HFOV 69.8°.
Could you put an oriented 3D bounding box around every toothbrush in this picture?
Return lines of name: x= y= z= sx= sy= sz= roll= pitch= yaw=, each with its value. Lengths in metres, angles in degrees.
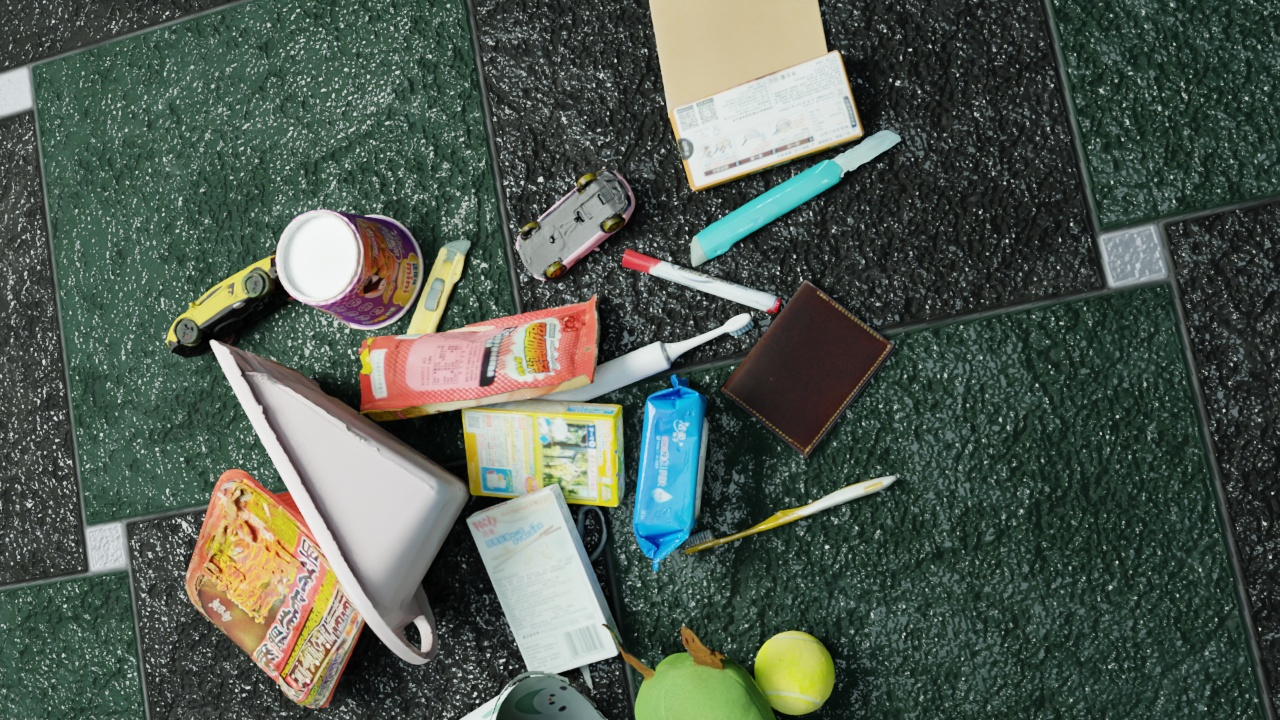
toothbrush: x=-0.005 y=0.005 z=0.812 sx=0.221 sy=0.026 sz=0.026 roll=-22 pitch=55 yaw=10
toothbrush: x=0.125 y=0.129 z=0.784 sx=0.191 sy=0.016 sz=0.018 roll=-22 pitch=74 yaw=11

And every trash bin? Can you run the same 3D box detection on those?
trash bin: x=-0.145 y=0.410 z=0.732 sx=0.252 sy=0.229 sz=0.229 roll=-32 pitch=81 yaw=14

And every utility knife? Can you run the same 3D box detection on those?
utility knife: x=-0.199 y=-0.039 z=0.866 sx=0.031 sy=0.018 sz=0.165 roll=22 pitch=97 yaw=18
utility knife: x=0.130 y=-0.142 z=0.795 sx=0.206 sy=0.013 sz=0.029 roll=-29 pitch=80 yaw=12

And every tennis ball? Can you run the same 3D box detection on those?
tennis ball: x=0.126 y=0.255 z=0.751 sx=0.065 sy=0.065 sz=0.065 roll=-1 pitch=87 yaw=12

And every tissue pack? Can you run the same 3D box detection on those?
tissue pack: x=0.028 y=0.091 z=0.767 sx=0.052 sy=0.095 sz=0.157 roll=6 pitch=89 yaw=7

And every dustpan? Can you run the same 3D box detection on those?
dustpan: x=-0.252 y=0.120 z=0.764 sx=0.273 sy=0.223 sz=0.138 roll=32 pitch=82 yaw=4

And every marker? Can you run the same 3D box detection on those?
marker: x=0.053 y=-0.070 z=0.808 sx=0.145 sy=0.017 sz=0.017 roll=19 pitch=91 yaw=13

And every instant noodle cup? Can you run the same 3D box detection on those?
instant noodle cup: x=-0.269 y=-0.087 z=0.838 sx=0.112 sy=0.099 sz=0.111 roll=0 pitch=88 yaw=11
instant noodle cup: x=-0.315 y=0.198 z=0.830 sx=0.189 sy=0.079 sz=0.165 roll=35 pitch=113 yaw=13

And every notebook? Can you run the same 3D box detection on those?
notebook: x=0.079 y=-0.332 z=0.818 sx=0.148 sy=0.008 sz=0.207 roll=-11 pitch=85 yaw=12

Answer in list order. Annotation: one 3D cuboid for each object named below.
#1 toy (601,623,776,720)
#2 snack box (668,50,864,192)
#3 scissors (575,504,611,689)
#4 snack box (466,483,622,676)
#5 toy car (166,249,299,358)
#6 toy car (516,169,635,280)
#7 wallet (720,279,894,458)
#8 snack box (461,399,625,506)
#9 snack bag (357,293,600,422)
toy: x=0.063 y=0.306 z=0.734 sx=0.228 sy=0.089 sz=0.247 roll=-17 pitch=104 yaw=45
snack box: x=0.107 y=-0.204 z=0.792 sx=0.154 sy=0.026 sz=0.075 roll=-16 pitch=93 yaw=11
scissors: x=-0.072 y=0.204 z=0.827 sx=0.174 sy=0.014 sz=0.159 roll=44 pitch=99 yaw=9
snack box: x=-0.083 y=0.193 z=0.799 sx=0.085 sy=0.026 sz=0.157 roll=-20 pitch=94 yaw=12
toy car: x=-0.386 y=-0.053 z=0.875 sx=0.156 sy=0.071 sz=0.041 roll=-33 pitch=82 yaw=10
toy car: x=-0.058 y=-0.121 z=0.826 sx=0.123 sy=0.037 sz=0.056 roll=-35 pitch=78 yaw=21
wallet: x=0.142 y=0.008 z=0.784 sx=0.096 sy=0.020 sz=0.122 roll=38 pitch=94 yaw=6
snack box: x=-0.084 y=0.080 z=0.808 sx=0.140 sy=0.033 sz=0.087 roll=3 pitch=111 yaw=14
snack bag: x=-0.137 y=-0.001 z=0.799 sx=0.208 sy=0.128 sz=0.073 roll=-9 pitch=124 yaw=10
